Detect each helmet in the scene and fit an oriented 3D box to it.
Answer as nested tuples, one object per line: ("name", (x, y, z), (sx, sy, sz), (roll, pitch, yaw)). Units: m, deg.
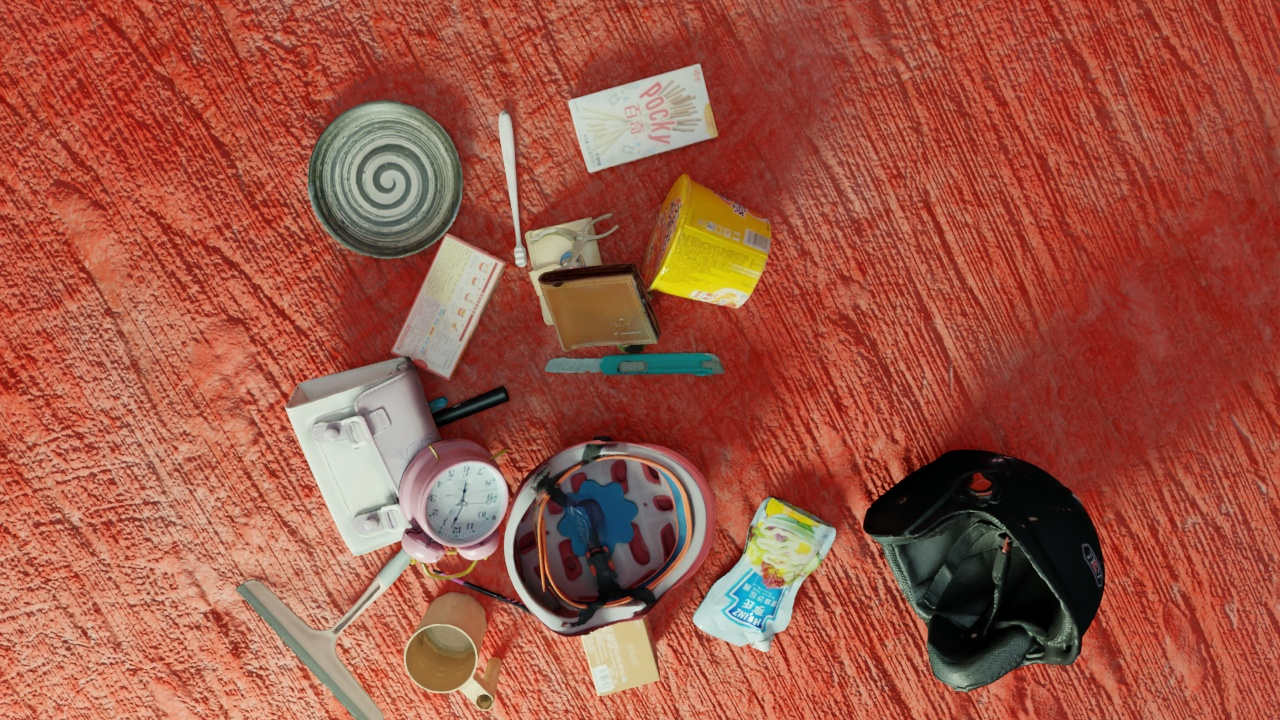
("helmet", (-0.045, 0.189, 1.062), (0.239, 0.144, 0.207), (-17, 94, -15))
("helmet", (0.387, 0.214, 1.015), (0.229, 0.275, 0.233), (-37, 110, -24))

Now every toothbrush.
("toothbrush", (-0.149, -0.198, 1.065), (0.016, 0.016, 0.180), (-6, 98, -3))
("toothbrush", (-0.168, 0.293, 1.134), (0.189, 0.014, 0.017), (24, 86, -4))

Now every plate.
("plate", (-0.292, -0.206, 1.055), (0.179, 0.024, 0.179), (0, 96, -1))

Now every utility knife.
("utility knife", (-0.007, 0.006, 1.098), (0.216, 0.013, 0.029), (-1, 98, -1))

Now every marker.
("marker", (-0.220, 0.064, 1.097), (0.132, 0.020, 0.022), (-22, 86, 2))

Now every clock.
("clock", (-0.207, 0.168, 1.022), (0.117, 0.060, 0.158), (4, 102, -33))

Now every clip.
("clip", (-0.256, 0.058, 1.095), (0.056, 0.043, 0.014), (-25, 100, 2))
("clip", (-0.074, -0.125, 1.049), (0.103, 0.035, 0.092), (-5, 90, -11))

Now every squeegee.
("squeegee", (-0.318, 0.272, 1.115), (0.247, 0.040, 0.249), (43, 89, 11))

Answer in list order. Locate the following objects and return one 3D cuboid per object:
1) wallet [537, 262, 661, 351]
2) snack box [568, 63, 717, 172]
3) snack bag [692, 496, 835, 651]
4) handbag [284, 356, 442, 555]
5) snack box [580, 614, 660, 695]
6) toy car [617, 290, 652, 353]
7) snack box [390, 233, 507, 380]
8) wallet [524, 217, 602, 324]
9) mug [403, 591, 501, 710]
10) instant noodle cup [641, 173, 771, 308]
("wallet", (-0.046, -0.056, 1.021), (0.125, 0.032, 0.101), (-4, 129, 23))
("snack box", (0.003, -0.277, 1.054), (0.157, 0.027, 0.085), (-15, 98, 1))
("snack bag", (0.153, 0.267, 1.129), (0.110, 0.039, 0.191), (26, 97, -16))
("handbag", (-0.296, 0.108, 1.048), (0.145, 0.098, 0.197), (-19, 113, -7))
("snack box", (-0.026, 0.331, 1.102), (0.077, 0.094, 0.093), (-15, 98, 0))
("toy car", (-0.012, -0.053, 1.075), (0.036, 0.043, 0.091), (2, 94, 43))
("snack box", (-0.224, -0.063, 1.076), (0.077, 0.027, 0.156), (26, 96, -4))
("wallet", (-0.087, -0.103, 1.077), (0.087, 0.024, 0.115), (-13, 99, 1))
("mug", (-0.214, 0.346, 1.094), (0.084, 0.103, 0.124), (-43, 97, 4))
("instant noodle cup", (0.075, -0.126, 1.028), (0.109, 0.138, 0.138), (18, 97, -13))
